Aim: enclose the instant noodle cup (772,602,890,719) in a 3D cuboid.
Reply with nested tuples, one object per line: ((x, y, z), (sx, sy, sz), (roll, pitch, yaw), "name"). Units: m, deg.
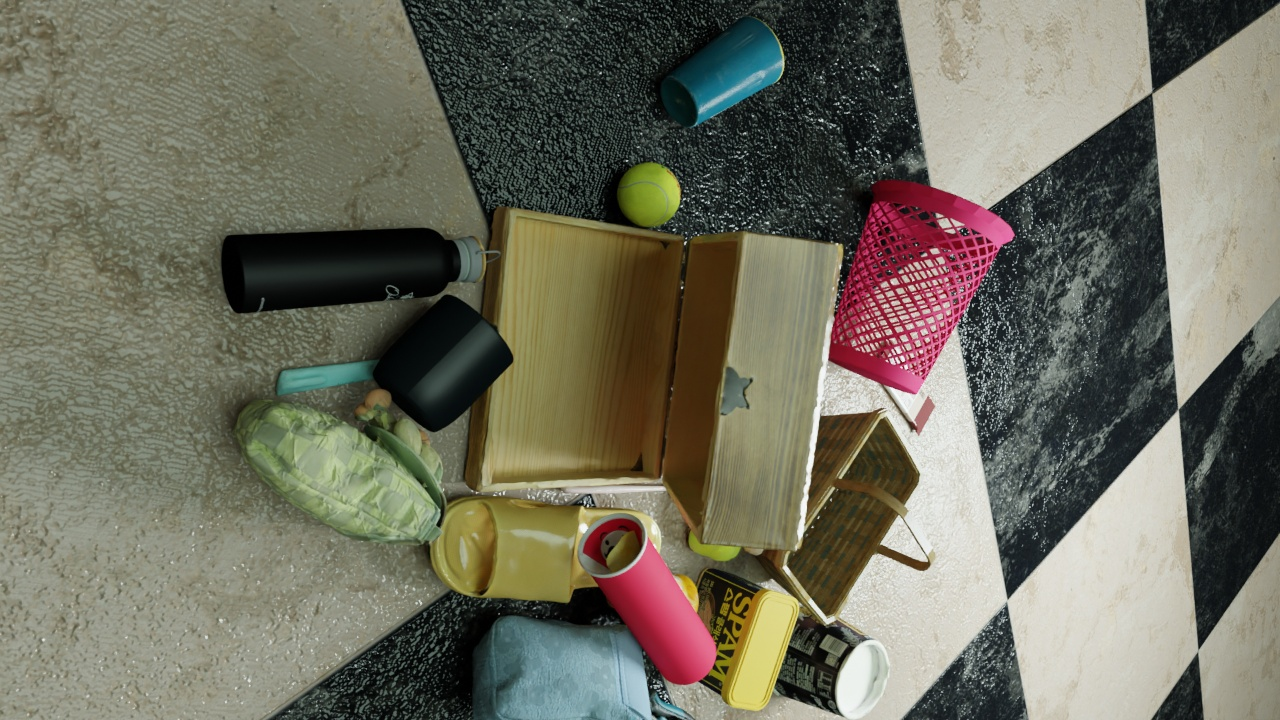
((0.249, 0.399, 1.202), (0.137, 0.112, 0.137), (-7, 101, -36), "instant noodle cup")

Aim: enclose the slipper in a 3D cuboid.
((-0.080, 0.191, 0.909), (0.263, 0.078, 0.099), (7, 96, -37), "slipper")

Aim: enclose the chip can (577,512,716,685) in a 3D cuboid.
((0.012, 0.245, 0.924), (0.069, 0.069, 0.221), (-47, 134, -22), "chip can")

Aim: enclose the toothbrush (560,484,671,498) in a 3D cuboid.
((-0.014, 0.145, 1.013), (0.181, 0.016, 0.018), (8, 99, -39), "toothbrush")

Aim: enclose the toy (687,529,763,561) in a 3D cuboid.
((0.111, 0.190, 1.068), (0.046, 0.115, 0.092), (-36, 124, -73), "toy")

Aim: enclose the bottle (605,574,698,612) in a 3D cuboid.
((0.013, 0.265, 1.024), (0.108, 0.063, 0.063), (20, 85, -37), "bottle")

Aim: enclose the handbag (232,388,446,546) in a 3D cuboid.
((-0.239, 0.079, 0.765), (0.186, 0.113, 0.116), (45, 63, -34), "handbag")

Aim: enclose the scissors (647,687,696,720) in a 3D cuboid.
((0.017, 0.425, 1.084), (0.128, 0.019, 0.140), (-14, 104, -35), "scissors")

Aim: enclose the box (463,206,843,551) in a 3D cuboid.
((-0.009, 0.003, 0.905), (0.315, 0.282, 0.279), (5, 96, -6), "box")

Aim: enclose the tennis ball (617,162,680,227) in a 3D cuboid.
((0.008, -0.170, 0.943), (0.065, 0.065, 0.065), (-7, 102, -37), "tennis ball")

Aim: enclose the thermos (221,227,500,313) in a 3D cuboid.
((-0.225, -0.080, 0.777), (0.230, 0.061, 0.061), (-9, 103, -37), "thermos")

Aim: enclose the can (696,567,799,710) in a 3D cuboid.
((0.109, 0.324, 1.083), (0.075, 0.104, 0.135), (25, 82, -38), "can")

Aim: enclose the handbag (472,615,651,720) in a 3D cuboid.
((-0.083, 0.330, 0.934), (0.191, 0.119, 0.121), (10, 51, -30), "handbag")

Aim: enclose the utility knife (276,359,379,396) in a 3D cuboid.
((-0.232, 0.008, 0.817), (0.179, 0.016, 0.022), (-9, 116, -36), "utility knife")

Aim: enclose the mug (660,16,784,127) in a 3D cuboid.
((0.083, -0.302, 0.977), (0.121, 0.078, 0.078), (-39, 119, -21), "mug")

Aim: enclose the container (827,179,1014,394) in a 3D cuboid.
((0.334, -0.084, 1.157), (0.183, 0.183, 0.226), (23, 91, -38), "container")

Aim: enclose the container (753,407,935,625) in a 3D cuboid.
((0.265, 0.192, 1.129), (0.249, 0.187, 0.157), (-51, 124, -20), "container")

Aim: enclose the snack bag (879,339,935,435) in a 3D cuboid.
((0.375, 0.041, 1.301), (0.158, 0.013, 0.057), (47, 67, -34), "snack bag")

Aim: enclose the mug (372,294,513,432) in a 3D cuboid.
((-0.173, 0.013, 0.817), (0.094, 0.085, 0.122), (-47, 162, -19), "mug")
